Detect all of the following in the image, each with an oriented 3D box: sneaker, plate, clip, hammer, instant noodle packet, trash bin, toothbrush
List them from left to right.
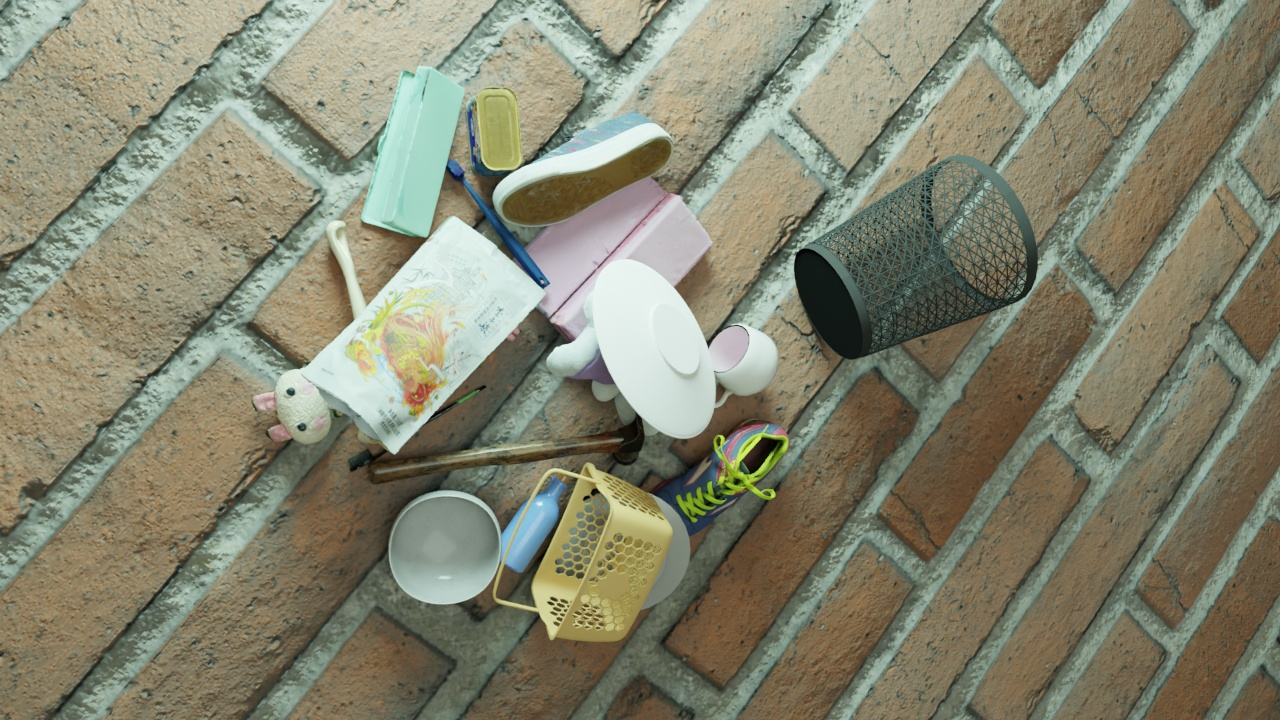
[{"bbox_3d":[-0.268,0.078,1.104,0.187,0.014,0.017,-33,96,-15],"label":"toothbrush"},{"bbox_3d":[-0.239,-0.036,1.039,0.147,0.057,0.268,42,64,-8],"label":"instant noodle packet"},{"bbox_3d":[-0.176,-0.043,1.126,0.057,0.022,0.035,40,77,-20],"label":"clip"},{"bbox_3d":[-0.172,-0.164,1.104,0.016,0.017,0.190,-38,96,-8],"label":"toothbrush"},{"bbox_3d":[-0.157,0.109,1.103,0.330,0.120,0.033,-7,62,-11],"label":"hammer"},{"bbox_3d":[-0.077,-0.239,1.126,0.235,0.088,0.079,-25,59,-14],"label":"sneaker"},{"bbox_3d":[-0.022,0.249,1.174,0.173,0.019,0.173,-1,104,-3],"label":"plate"},{"bbox_3d":[0.031,-0.021,1.088,0.229,0.030,0.229,33,44,-39],"label":"plate"},{"bbox_3d":[0.094,0.162,1.202,0.241,0.091,0.116,-40,108,-13],"label":"sneaker"},{"bbox_3d":[0.353,-0.125,1.224,0.243,0.217,0.217,-25,102,-10],"label":"trash bin"}]

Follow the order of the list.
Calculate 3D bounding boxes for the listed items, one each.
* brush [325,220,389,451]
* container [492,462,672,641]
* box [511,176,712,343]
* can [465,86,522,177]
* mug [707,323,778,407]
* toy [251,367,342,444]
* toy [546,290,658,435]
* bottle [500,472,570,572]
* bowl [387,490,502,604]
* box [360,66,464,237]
[{"bbox_3d":[-0.318,-0.028,1.059,0.077,0.062,0.272,-12,94,4],"label":"brush"},{"bbox_3d":[-0.073,0.228,1.087,0.167,0.129,0.183,20,102,-21],"label":"container"},{"bbox_3d":[-0.035,-0.129,1.156,0.180,0.055,0.232,44,79,-16],"label":"box"},{"bbox_3d":[-0.174,-0.271,1.090,0.054,0.059,0.100,-7,96,-20],"label":"can"},{"bbox_3d":[0.126,0.014,1.209,0.076,0.090,0.124,34,100,-37],"label":"mug"},{"bbox_3d":[-0.381,0.052,1.045,0.112,0.050,0.087,-14,99,-14],"label":"toy"},{"bbox_3d":[-0.007,0.007,1.132,0.209,0.085,0.137,36,85,-43],"label":"toy"},{"bbox_3d":[-0.131,0.197,1.145,0.048,0.048,0.131,37,81,-19],"label":"bottle"},{"bbox_3d":[-0.233,0.219,1.096,0.131,0.064,0.132,0,91,-12],"label":"bowl"},{"bbox_3d":[-0.272,-0.243,1.074,0.077,0.079,0.188,15,88,-61],"label":"box"}]
